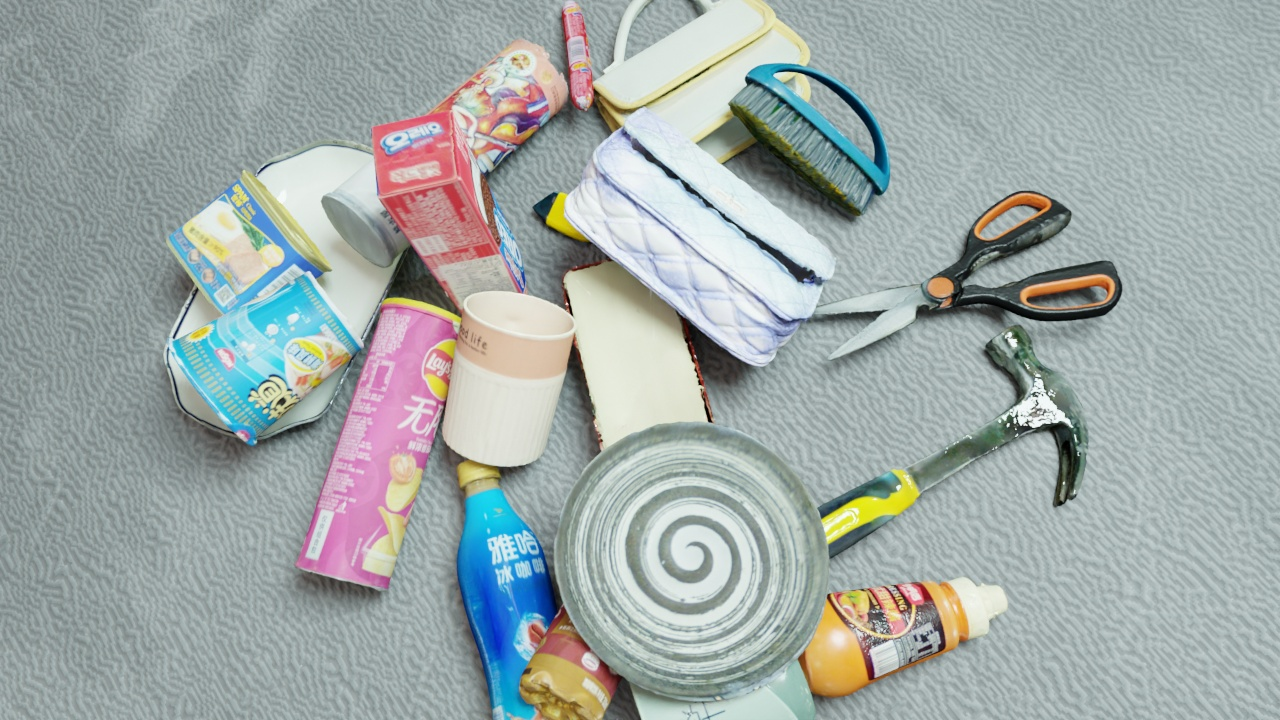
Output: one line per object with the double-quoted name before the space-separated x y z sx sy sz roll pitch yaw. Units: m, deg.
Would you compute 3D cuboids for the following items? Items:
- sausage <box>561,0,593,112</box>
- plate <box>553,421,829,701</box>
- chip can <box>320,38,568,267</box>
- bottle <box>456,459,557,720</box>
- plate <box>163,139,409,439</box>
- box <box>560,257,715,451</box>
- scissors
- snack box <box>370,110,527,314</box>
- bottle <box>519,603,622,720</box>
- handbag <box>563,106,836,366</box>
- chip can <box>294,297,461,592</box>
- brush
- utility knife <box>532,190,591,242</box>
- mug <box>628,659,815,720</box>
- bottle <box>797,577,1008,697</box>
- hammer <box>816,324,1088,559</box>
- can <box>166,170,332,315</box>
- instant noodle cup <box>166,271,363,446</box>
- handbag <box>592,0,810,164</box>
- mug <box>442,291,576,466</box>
"sausage" -0.054 -0.264 0.787 0.020 0.020 0.155 -11 54 3
"plate" 0.034 0.127 0.594 0.179 0.024 0.179 3 66 -6
"chip can" -0.152 -0.170 0.739 0.071 0.071 0.214 35 66 15
"bottle" -0.092 0.175 0.652 0.065 0.065 0.218 -18 71 1
"plate" -0.282 -0.060 0.763 0.162 0.034 0.265 18 76 12
"box" -0.004 0.004 0.687 0.091 0.077 0.168 -16 71 1
"scissors" 0.242 -0.064 0.699 0.227 0.022 0.197 7 58 17
"snack box" -0.132 -0.095 0.666 0.058 0.208 0.057 -12 69 1
"bottle" -0.017 0.159 0.623 0.057 0.058 0.174 22 51 13
"handbag" 0.049 -0.093 0.666 0.194 0.133 0.076 38 124 -4
"chip can" -0.193 0.063 0.695 0.071 0.071 0.210 12 75 10
"brush" 0.140 -0.179 0.710 0.144 0.055 0.073 38 95 -15
"utility knife" -0.012 -0.100 0.753 0.168 0.015 0.033 23 83 12
"mug" 0.059 0.236 0.600 0.106 0.082 0.111 -19 67 -6
"bottle" 0.177 0.180 0.622 0.149 0.067 0.066 -14 71 -5
"hammer" 0.172 0.098 0.642 0.323 0.032 0.126 -27 73 -10
"can" -0.310 -0.085 0.726 0.083 0.057 0.102 -41 72 -3
"instant noodle cup" -0.270 -0.007 0.682 0.109 0.099 0.099 -37 72 -14
"handbag" 0.036 -0.254 0.775 0.163 0.063 0.178 -33 68 -6
"mug" -0.100 0.007 0.685 0.081 0.114 0.106 9 112 -15
